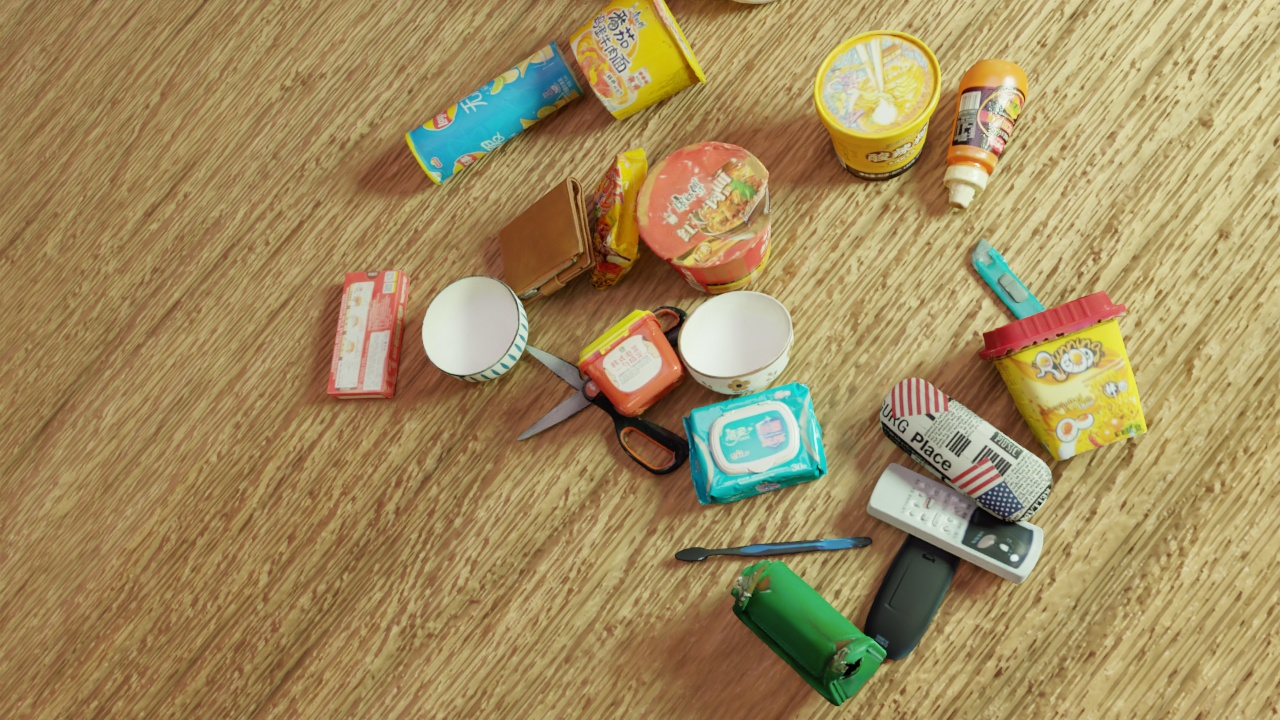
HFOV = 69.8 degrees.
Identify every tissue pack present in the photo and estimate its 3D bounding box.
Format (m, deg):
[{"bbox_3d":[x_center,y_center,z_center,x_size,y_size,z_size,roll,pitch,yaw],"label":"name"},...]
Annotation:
[{"bbox_3d":[0.110,0.082,0.897,0.133,0.050,0.093,-17,70,11],"label":"tissue pack"}]

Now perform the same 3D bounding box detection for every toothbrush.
[{"bbox_3d":[0.126,0.182,0.883,0.190,0.016,0.014,-7,62,12],"label":"toothbrush"}]

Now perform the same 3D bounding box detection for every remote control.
[{"bbox_3d":[0.247,0.205,0.830,0.053,0.024,0.136,26,82,24],"label":"remote control"},{"bbox_3d":[0.283,0.145,0.829,0.150,0.021,0.058,24,54,22],"label":"remote control"}]

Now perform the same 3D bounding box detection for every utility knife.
[{"bbox_3d":[0.372,-0.052,0.880,0.029,0.013,0.166,-37,67,8],"label":"utility knife"}]

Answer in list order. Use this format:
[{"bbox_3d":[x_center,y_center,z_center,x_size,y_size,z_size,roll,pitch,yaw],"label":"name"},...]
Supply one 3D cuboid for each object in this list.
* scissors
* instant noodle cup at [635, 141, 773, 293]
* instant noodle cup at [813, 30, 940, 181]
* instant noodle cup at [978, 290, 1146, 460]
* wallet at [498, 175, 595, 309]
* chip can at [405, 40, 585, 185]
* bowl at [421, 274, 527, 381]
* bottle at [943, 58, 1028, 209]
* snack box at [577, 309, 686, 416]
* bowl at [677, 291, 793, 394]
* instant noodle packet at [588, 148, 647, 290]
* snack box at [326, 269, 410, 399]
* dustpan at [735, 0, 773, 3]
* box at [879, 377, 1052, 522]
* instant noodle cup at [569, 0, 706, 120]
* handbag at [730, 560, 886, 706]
[{"bbox_3d":[-0.029,0.028,0.972,0.233,0.021,0.221,39,87,23],"label":"scissors"},{"bbox_3d":[0.073,-0.138,0.946,0.138,0.108,0.137,-4,71,13],"label":"instant noodle cup"},{"bbox_3d":[0.239,-0.249,0.928,0.118,0.114,0.118,-5,72,14],"label":"instant noodle cup"},{"bbox_3d":[0.374,0.015,0.805,0.116,0.116,0.123,-21,84,13],"label":"instant noodle cup"},{"bbox_3d":[-0.105,-0.126,1.009,0.132,0.031,0.107,-29,65,41],"label":"wallet"},{"bbox_3d":[-0.172,-0.293,1.090,0.210,0.071,0.071,-30,67,5],"label":"chip can"},{"bbox_3d":[-0.174,-0.028,1.009,0.116,0.066,0.116,-5,70,15],"label":"bowl"},{"bbox_3d":[0.340,-0.224,0.922,0.067,0.066,0.149,16,85,21],"label":"bottle"},{"bbox_3d":[-0.005,0.005,0.918,0.091,0.082,0.080,-37,78,3],"label":"snack box"},{"bbox_3d":[0.098,-0.009,0.915,0.113,0.062,0.113,-10,49,11],"label":"bowl"},{"bbox_3d":[-0.026,-0.153,0.987,0.044,0.111,0.128,11,72,-18],"label":"instant noodle packet"},{"bbox_3d":[-0.318,-0.031,1.075,0.075,0.025,0.152,-2,72,17],"label":"snack box"},{"bbox_3d":[0.095,-0.542,1.019,0.222,0.273,0.139,-53,42,-1],"label":"dustpan"},{"bbox_3d":[0.287,0.078,0.822,0.075,0.082,0.163,-43,64,-11],"label":"box"},{"bbox_3d":[-0.007,-0.345,1.029,0.110,0.138,0.138,-28,67,15],"label":"instant noodle cup"},{"bbox_3d":[0.141,0.234,0.801,0.131,0.120,0.068,39,84,31],"label":"handbag"}]
